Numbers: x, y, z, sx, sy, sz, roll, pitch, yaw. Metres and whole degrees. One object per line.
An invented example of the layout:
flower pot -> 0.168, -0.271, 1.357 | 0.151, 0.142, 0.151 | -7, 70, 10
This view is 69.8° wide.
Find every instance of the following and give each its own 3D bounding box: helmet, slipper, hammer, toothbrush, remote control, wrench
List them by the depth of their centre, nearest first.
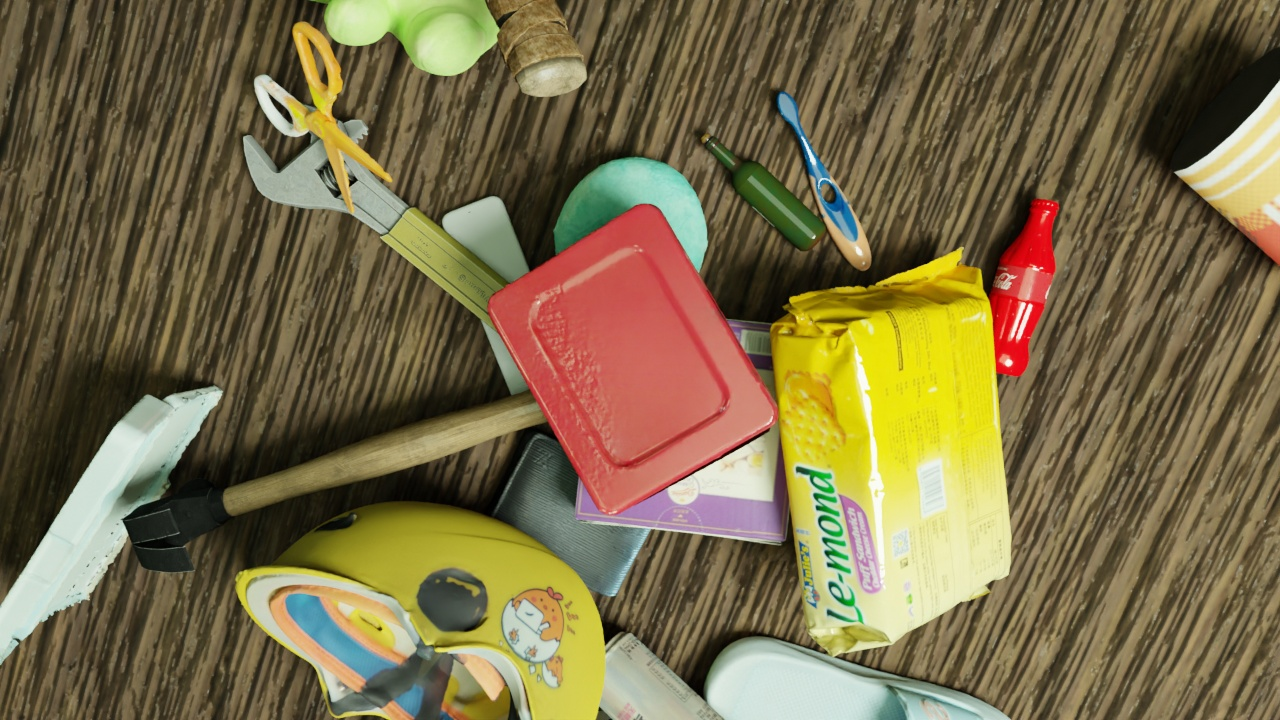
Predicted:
hammer -> -0.103, -0.287, 0.518 | 0.121, 0.049, 0.318 | -16, 75, -26
helmet -> -0.125, 0.171, 0.607 | 0.240, 0.139, 0.210 | 43, 137, -5
hammer -> -0.187, 0.068, 0.619 | 0.305, 0.132, 0.040 | -17, 100, -2
toothbrush -> 0.125, -0.122, 0.629 | 0.021, 0.017, 0.135 | -27, 100, 9
wrench -> -0.154, -0.079, 0.631 | 0.273, 0.018, 0.084 | 40, 103, -2
remote control -> -0.093, -0.041, 0.648 | 0.045, 0.008, 0.146 | -20, 98, 5
slipper -> 0.163, 0.277, 0.662 | 0.245, 0.074, 0.104 | 21, 100, -1

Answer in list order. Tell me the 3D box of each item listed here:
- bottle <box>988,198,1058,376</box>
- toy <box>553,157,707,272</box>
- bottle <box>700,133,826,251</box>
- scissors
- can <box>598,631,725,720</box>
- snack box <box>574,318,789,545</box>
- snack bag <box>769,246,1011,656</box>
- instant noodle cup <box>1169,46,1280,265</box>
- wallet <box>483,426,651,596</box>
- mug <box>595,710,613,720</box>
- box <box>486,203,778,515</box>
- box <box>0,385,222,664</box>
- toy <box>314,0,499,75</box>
bottle -> 0.259, -0.050, 0.625 | 0.036, 0.036, 0.119 | 13, 99, -1
toy -> -0.003, -0.096, 0.627 | 0.105, 0.033, 0.085 | 16, 110, -2
bottle -> 0.082, -0.116, 0.624 | 0.106, 0.025, 0.025 | 42, 97, -5
scissors -> -0.207, -0.153, 0.587 | 0.128, 0.011, 0.125 | 18, 131, 33
can -> 0.022, 0.256, 0.650 | 0.135, 0.054, 0.054 | 39, 98, 17
snack box -> 0.034, 0.043, 0.628 | 0.143, 0.040, 0.148 | 6, 87, 0
snack bag -> 0.170, 0.060, 0.595 | 0.159, 0.068, 0.247 | -14, 101, -30
instant noodle cup -> 0.419, -0.123, 0.574 | 0.121, 0.123, 0.123 | 36, 98, 3
wallet -> -0.049, 0.109, 0.663 | 0.115, 0.026, 0.089 | 26, 97, -3
mug -> -0.005, 0.323, 0.664 | 0.121, 0.090, 0.091 | 23, 99, -2
box -> -0.003, 0.002, 0.566 | 0.129, 0.092, 0.157 | -31, 87, 4
box -> -0.363, 0.106, 0.613 | 0.041, 0.134, 0.197 | 35, 98, -13
toy -> -0.161, -0.259, 0.570 | 0.197, 0.107, 0.150 | 37, 79, 4
